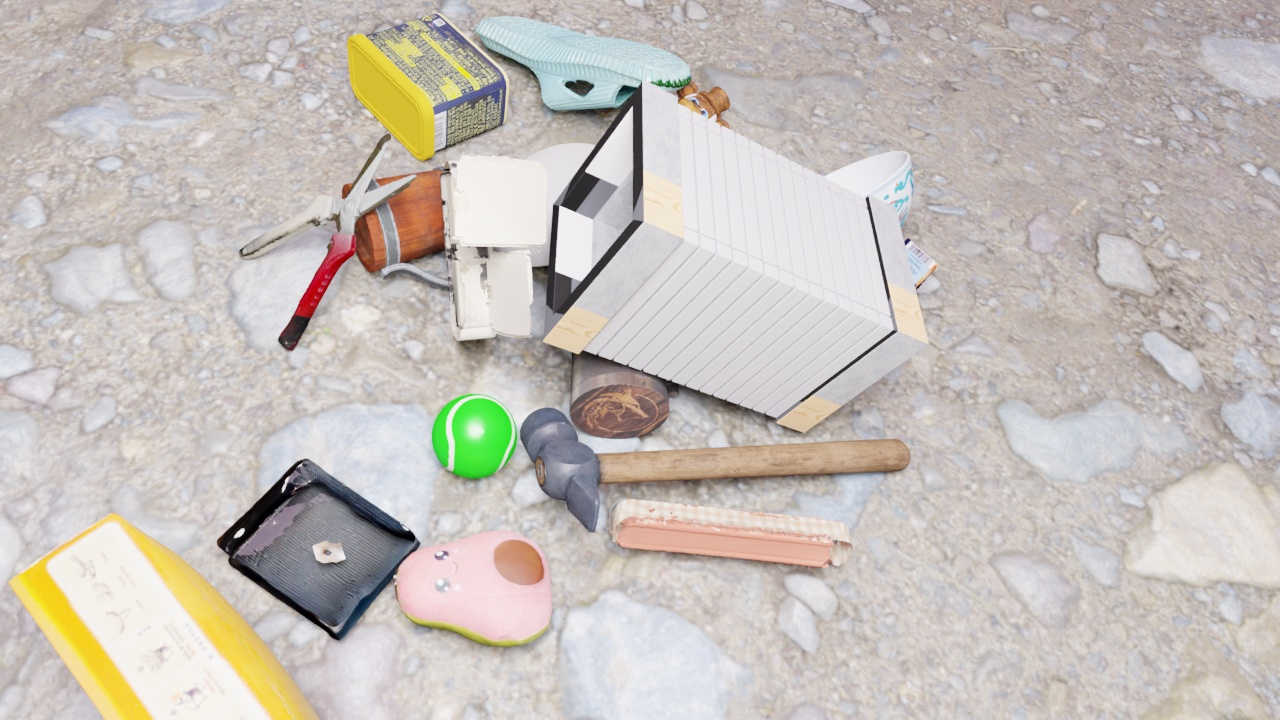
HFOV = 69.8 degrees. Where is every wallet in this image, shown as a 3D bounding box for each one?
[{"bbox_3d":[-0.230,0.135,0.659,0.115,0.026,0.089,30,56,14],"label":"wallet"}]

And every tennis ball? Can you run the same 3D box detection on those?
[{"bbox_3d":[-0.128,0.058,0.708,0.065,0.065,0.065,5,54,-7],"label":"tennis ball"}]

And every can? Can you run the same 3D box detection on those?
[{"bbox_3d":[-0.213,-0.280,0.928,0.104,0.075,0.135,-32,66,-31],"label":"can"}]

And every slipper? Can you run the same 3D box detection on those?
[{"bbox_3d":[-0.065,-0.308,0.969,0.276,0.070,0.115,25,36,29],"label":"slipper"}]

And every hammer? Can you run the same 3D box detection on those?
[{"bbox_3d":[0.076,0.080,0.718,0.321,0.040,0.129,0,24,-23],"label":"hammer"}]

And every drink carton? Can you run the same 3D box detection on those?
[{"bbox_3d":[0.215,-0.052,0.848,0.040,0.064,0.129,43,58,12],"label":"drink carton"}]

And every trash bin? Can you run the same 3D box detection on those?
[{"bbox_3d":[0.071,-0.070,0.714,0.246,0.143,0.142,20,49,-25],"label":"trash bin"}]

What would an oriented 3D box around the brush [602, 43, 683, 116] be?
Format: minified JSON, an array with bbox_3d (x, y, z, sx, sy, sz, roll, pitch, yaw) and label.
[{"bbox_3d":[-0.002,-0.309,1.020,0.048,0.017,0.126,33,56,13],"label":"brush"}]

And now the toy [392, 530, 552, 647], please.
[{"bbox_3d":[-0.117,0.161,0.645,0.110,0.051,0.090,-2,49,-8],"label":"toy"}]

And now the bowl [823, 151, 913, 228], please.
[{"bbox_3d":[0.203,-0.133,0.884,0.143,0.144,0.074,-40,109,-31],"label":"bowl"}]

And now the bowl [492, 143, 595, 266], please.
[{"bbox_3d":[-0.080,-0.155,0.843,0.150,0.043,0.149,-12,49,14],"label":"bowl"}]

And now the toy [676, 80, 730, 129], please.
[{"bbox_3d":[0.045,-0.250,0.958,0.112,0.067,0.087,-37,85,-16],"label":"toy"}]

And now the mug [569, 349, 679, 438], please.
[{"bbox_3d":[-0.005,0.004,0.771,0.115,0.080,0.107,22,47,-30],"label":"mug"}]

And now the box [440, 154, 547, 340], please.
[{"bbox_3d":[-0.115,-0.086,0.721,0.080,0.180,0.143,-5,99,-15],"label":"box"}]

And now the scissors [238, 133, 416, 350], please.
[{"bbox_3d":[-0.271,-0.102,0.769,0.179,0.015,0.198,13,86,30],"label":"scissors"}]

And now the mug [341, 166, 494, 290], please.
[{"bbox_3d":[-0.192,-0.114,0.820,0.111,0.082,0.117,-20,85,-26],"label":"mug"}]

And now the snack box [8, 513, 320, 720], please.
[{"bbox_3d":[-0.254,0.196,0.539,0.195,0.145,0.080,41,61,18],"label":"snack box"}]

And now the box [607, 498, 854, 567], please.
[{"bbox_3d":[0.069,0.127,0.704,0.187,0.057,0.067,7,22,-7],"label":"box"}]
